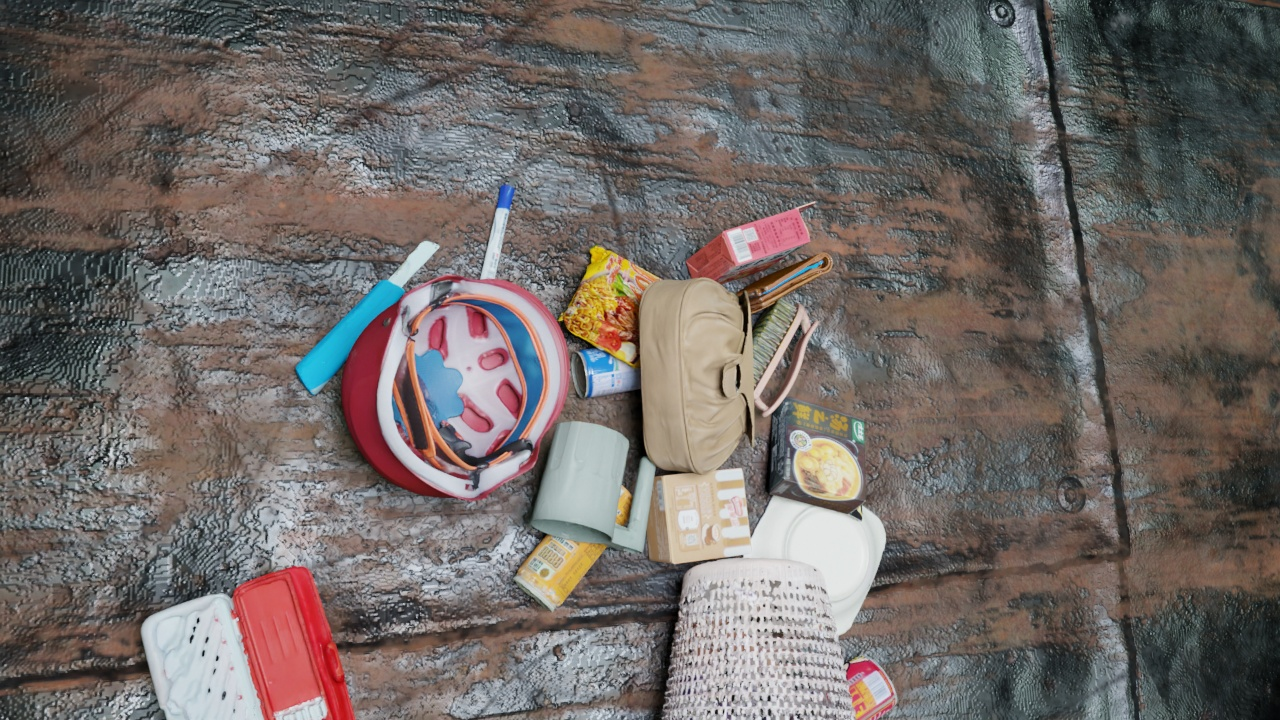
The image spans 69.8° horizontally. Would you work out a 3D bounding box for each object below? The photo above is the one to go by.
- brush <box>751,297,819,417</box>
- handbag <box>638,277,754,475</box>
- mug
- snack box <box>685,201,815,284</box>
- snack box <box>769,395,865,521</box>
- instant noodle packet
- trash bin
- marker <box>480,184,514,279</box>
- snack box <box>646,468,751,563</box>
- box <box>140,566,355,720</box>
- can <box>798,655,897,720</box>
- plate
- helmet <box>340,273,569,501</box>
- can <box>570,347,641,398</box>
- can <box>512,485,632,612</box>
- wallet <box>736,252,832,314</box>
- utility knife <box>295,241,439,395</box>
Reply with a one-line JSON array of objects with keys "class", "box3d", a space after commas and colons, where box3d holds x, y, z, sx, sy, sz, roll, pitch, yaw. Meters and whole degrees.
[{"class": "brush", "box3d": [0.156, -0.007, 1.080, 0.073, 0.063, 0.145, 35, 70, -6]}, {"class": "handbag", "box3d": [0.068, 0.014, 0.962, 0.147, 0.100, 0.204, -14, 103, -52]}, {"class": "mug", "box3d": [-0.043, 0.130, 0.929, 0.124, 0.084, 0.103, 22, 65, -26]}, {"class": "snack box", "box3d": [0.133, -0.130, 1.065, 0.127, 0.113, 0.044, -20, 86, -21]}, {"class": "snack box", "box3d": [0.214, 0.114, 1.069, 0.125, 0.053, 0.113, 15, 55, -11]}, {"class": "instant noodle packet", "box3d": [-0.023, -0.062, 1.006, 0.110, 0.044, 0.128, 31, 44, -10]}, {"class": "trash bin", "box3d": [0.119, 0.312, 0.945, 0.227, 0.228, 0.191, 9, 65, -17]}, {"class": "marker", "box3d": [-0.162, -0.125, 1.016, 0.017, 0.017, 0.145, 14, 76, -16]}, {"class": "snack box", "box3d": [0.060, 0.170, 1.007, 0.094, 0.077, 0.092, -3, 81, -19]}, {"class": "box", "box3d": [-0.358, 0.309, 0.857, 0.160, 0.050, 0.201, -16, 86, -29]}, {"class": "can", "box3d": [0.232, 0.384, 1.033, 0.093, 0.067, 0.066, -26, 89, -21]}, {"class": "plate", "box3d": [0.211, 0.224, 1.073, 0.164, 0.034, 0.163, 32, 72, -10]}, {"class": "helmet", "box3d": [-0.194, 0.027, 0.911, 0.239, 0.144, 0.207, -38, 109, -50]}, {"class": "can", "box3d": [-0.006, 0.006, 1.026, 0.134, 0.053, 0.053, -9, 83, -20]}, {"class": "can", "box3d": [-0.067, 0.191, 0.970, 0.058, 0.058, 0.145, 43, 70, -7]}, {"class": "wallet", "box3d": [0.140, -0.080, 1.050, 0.118, 0.131, 0.035, -33, 96, -20]}, {"class": "utility knife", "box3d": [-0.282, -0.052, 0.961, 0.034, 0.018, 0.207, 45, 69, -19]}]
